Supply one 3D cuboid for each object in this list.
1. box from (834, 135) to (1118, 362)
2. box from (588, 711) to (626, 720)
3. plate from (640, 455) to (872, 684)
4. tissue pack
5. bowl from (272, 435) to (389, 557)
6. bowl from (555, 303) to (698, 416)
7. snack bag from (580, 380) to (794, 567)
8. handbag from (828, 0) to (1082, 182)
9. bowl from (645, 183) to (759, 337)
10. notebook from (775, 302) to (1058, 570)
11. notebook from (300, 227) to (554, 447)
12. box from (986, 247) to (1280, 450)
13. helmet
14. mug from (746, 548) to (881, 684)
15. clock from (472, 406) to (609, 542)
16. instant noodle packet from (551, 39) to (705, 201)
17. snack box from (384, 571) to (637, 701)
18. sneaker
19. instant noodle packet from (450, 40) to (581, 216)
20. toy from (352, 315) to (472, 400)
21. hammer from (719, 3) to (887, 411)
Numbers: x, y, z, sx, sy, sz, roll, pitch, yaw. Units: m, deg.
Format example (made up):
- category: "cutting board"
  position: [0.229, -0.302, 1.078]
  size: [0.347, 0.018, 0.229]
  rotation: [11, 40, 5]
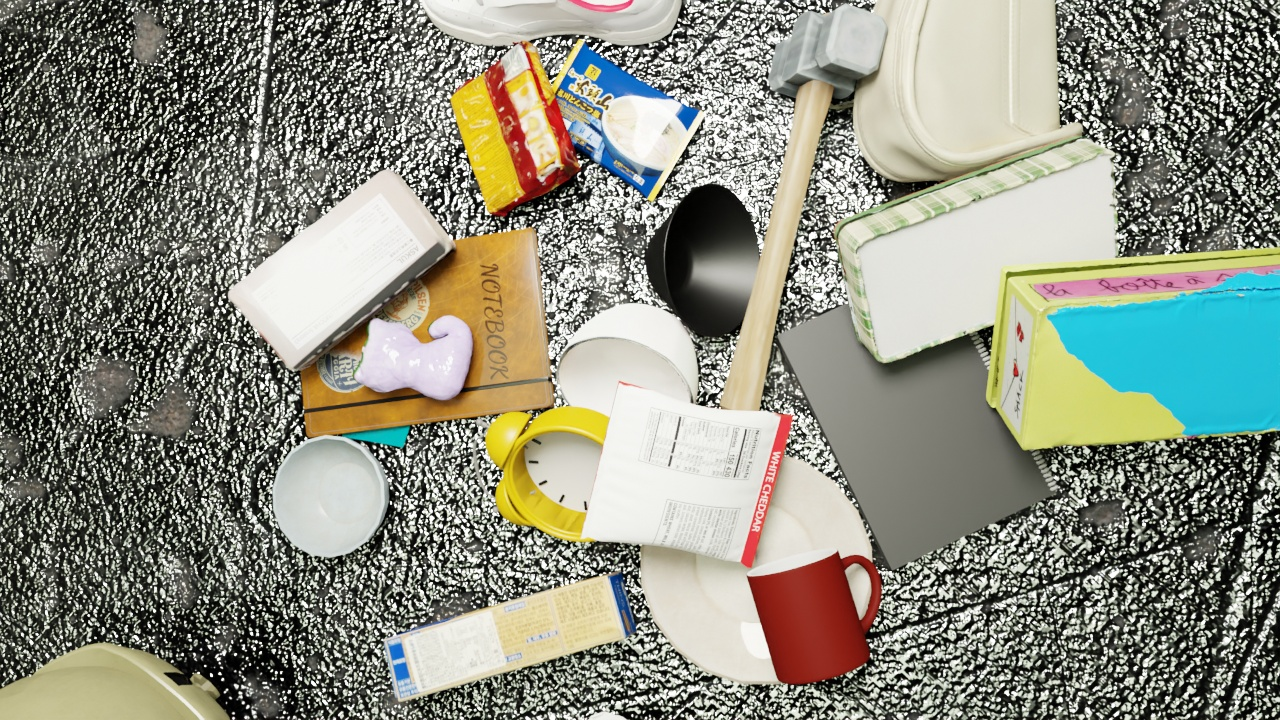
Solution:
- category: "box"
  position: [0.256, -0.084, 0.697]
  size: [0.205, 0.050, 0.118]
  rotation: [-22, 119, 0]
- category: "box"
  position: [-0.022, 0.343, 0.751]
  size: [0.130, 0.103, 0.110]
  rotation: [30, 96, 45]
- category: "plate"
  position: [0.095, 0.170, 0.761]
  size: [0.189, 0.027, 0.188]
  rotation: [-1, 86, 10]
- category: "tissue pack"
  position: [-0.262, -0.085, 0.814]
  size: [0.181, 0.071, 0.104]
  rotation: [-38, 96, 7]
- category: "bowl"
  position: [-0.271, 0.120, 0.823]
  size: [0.106, 0.039, 0.106]
  rotation: [-1, 86, 10]
- category: "bowl"
  position: [-0.004, 0.004, 0.752]
  size: [0.116, 0.117, 0.065]
  rotation: [13, 45, 10]
- category: "snack bag"
  position: [0.038, 0.092, 0.717]
  size: [0.144, 0.039, 0.131]
  rotation: [12, 99, -12]
- category: "handbag"
  position: [0.261, -0.254, 0.744]
  size: [0.184, 0.132, 0.229]
  rotation: [1, 89, -15]
- category: "bowl"
  position: [0.041, -0.082, 0.762]
  size: [0.053, 0.124, 0.124]
  rotation: [4, 86, 43]
- category: "notebook"
  position: [0.222, 0.042, 0.742]
  size: [0.149, 0.016, 0.206]
  rotation: [-25, 82, -2]
- category: "notebook"
  position: [-0.207, -0.015, 0.834]
  size: [0.249, 0.014, 0.178]
  rotation: [-8, 85, 9]
- category: "box"
  position: [0.379, -0.010, 0.666]
  size: [0.221, 0.082, 0.124]
  rotation: [-7, 118, 3]
- category: "helmet"
  position: [-0.432, 0.347, 0.716]
  size: [0.250, 0.255, 0.233]
  rotation: [34, 95, 9]
- category: "mug"
  position: [0.142, 0.190, 0.707]
  size: [0.105, 0.073, 0.082]
  rotation: [-14, 83, -21]
- category: "clock"
  position: [-0.068, 0.093, 0.767]
  size: [0.152, 0.051, 0.114]
  rotation: [2, 118, 14]
- category: "instant noodle packet"
  position: [-0.022, -0.212, 0.808]
  size: [0.134, 0.026, 0.087]
  rotation: [33, 99, 10]
- category: "snack box"
  position: [-0.110, 0.233, 0.780]
  size: [0.207, 0.057, 0.056]
  rotation: [-18, 80, 9]
- category: "sneaker"
  position: [-0.087, -0.330, 0.788]
  size: [0.237, 0.104, 0.090]
  rotation: [8, 87, 11]
- category: "instant noodle packet"
  position: [-0.112, -0.204, 0.807]
  size: [0.099, 0.039, 0.135]
  rotation: [-24, 82, 29]
- category: "toy"
  position: [-0.197, -0.006, 0.805]
  size: [0.100, 0.036, 0.080]
  rotation: [12, 78, 6]
- category: "hammer"
  position: [0.116, -0.114, 0.737]
  size: [0.051, 0.117, 0.323]
  rotation: [13, 93, -15]
